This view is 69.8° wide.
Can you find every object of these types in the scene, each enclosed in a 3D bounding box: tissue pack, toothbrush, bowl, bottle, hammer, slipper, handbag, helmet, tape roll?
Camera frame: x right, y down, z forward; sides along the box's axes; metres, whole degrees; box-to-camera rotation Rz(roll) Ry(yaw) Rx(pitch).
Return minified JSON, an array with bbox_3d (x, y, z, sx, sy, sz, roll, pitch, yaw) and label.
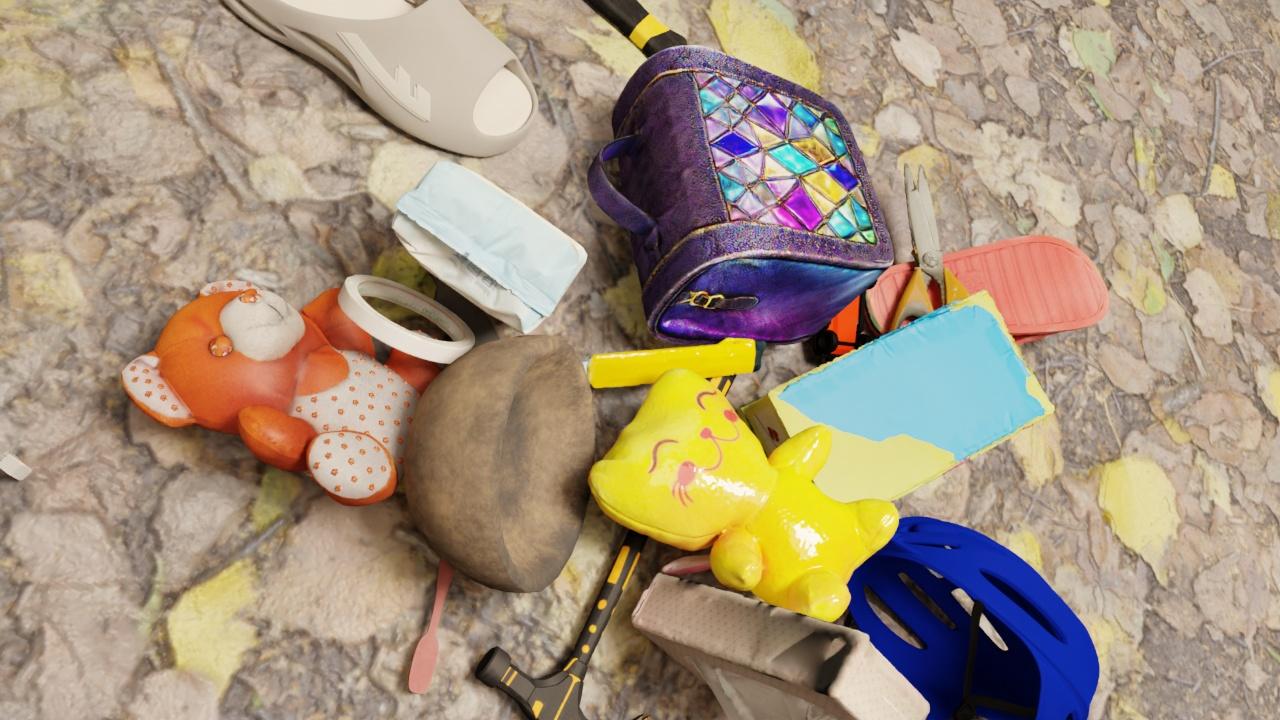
[{"bbox_3d":[-0.098,-0.078,0.633,0.112,0.182,0.070,35,95,-6],"label":"tissue pack"},{"bbox_3d":[0.065,0.145,0.682,0.134,0.022,0.016,-5,68,-44],"label":"toothbrush"},{"bbox_3d":[-0.089,0.063,0.588,0.070,0.162,0.162,3,64,18],"label":"bowl"},{"bbox_3d":[-0.129,-0.032,0.668,0.030,0.030,0.113,-28,85,-31],"label":"bottle"},{"bbox_3d":[0.081,0.199,0.578,0.104,0.182,0.071,48,60,-29],"label":"tissue pack"},{"bbox_3d":[-0.084,-0.376,0.821,0.324,0.034,0.169,42,61,-7],"label":"hammer"},{"bbox_3d":[-0.193,-0.259,0.695,0.266,0.081,0.112,32,58,-11],"label":"slipper"},{"bbox_3d":[0.064,-0.123,0.716,0.221,0.126,0.204,7,57,-27],"label":"handbag"},{"bbox_3d":[-0.329,0.044,0.458,0.010,0.182,0.010,42,64,-9],"label":"toothbrush"},{"bbox_3d":[0.216,0.231,0.660,0.241,0.148,0.227,51,56,-6],"label":"helmet"},{"bbox_3d":[0.322,-0.058,0.873,0.248,0.059,0.103,-6,77,-10],"label":"slipper"},{"bbox_3d":[-0.154,-0.028,0.610,0.093,0.093,0.013,26,104,-14],"label":"tape roll"},{"bbox_3d":[-0.129,0.130,0.620,0.015,0.016,0.184,19,61,-18],"label":"toothbrush"},{"bbox_3d":[0.006,0.119,0.674,0.123,0.036,0.319,36,61,-15],"label":"hammer"}]

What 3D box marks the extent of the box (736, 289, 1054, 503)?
[{"bbox_3d":[0.206,0.041,0.742,0.220,0.082,0.124,-26,82,-18],"label":"box"}]

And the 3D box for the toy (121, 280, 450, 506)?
[{"bbox_3d":[-0.213,0.010,0.575,0.172,0.093,0.163,27,36,-10],"label":"toy"}]

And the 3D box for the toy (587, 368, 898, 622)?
[{"bbox_3d":[0.070,0.096,0.631,0.194,0.088,0.134,32,56,8],"label":"toy"}]

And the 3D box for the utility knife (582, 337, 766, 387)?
[{"bbox_3d":[-0.004,0.004,0.681,0.218,0.019,0.030,-6,103,-24],"label":"utility knife"}]

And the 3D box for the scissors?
[{"bbox_3d":[0.252,-0.074,0.828,0.134,0.016,0.227,-12,78,-10],"label":"scissors"}]

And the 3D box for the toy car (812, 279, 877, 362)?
[{"bbox_3d":[0.172,-0.048,0.803,0.051,0.049,0.100,4,90,-33],"label":"toy car"}]
